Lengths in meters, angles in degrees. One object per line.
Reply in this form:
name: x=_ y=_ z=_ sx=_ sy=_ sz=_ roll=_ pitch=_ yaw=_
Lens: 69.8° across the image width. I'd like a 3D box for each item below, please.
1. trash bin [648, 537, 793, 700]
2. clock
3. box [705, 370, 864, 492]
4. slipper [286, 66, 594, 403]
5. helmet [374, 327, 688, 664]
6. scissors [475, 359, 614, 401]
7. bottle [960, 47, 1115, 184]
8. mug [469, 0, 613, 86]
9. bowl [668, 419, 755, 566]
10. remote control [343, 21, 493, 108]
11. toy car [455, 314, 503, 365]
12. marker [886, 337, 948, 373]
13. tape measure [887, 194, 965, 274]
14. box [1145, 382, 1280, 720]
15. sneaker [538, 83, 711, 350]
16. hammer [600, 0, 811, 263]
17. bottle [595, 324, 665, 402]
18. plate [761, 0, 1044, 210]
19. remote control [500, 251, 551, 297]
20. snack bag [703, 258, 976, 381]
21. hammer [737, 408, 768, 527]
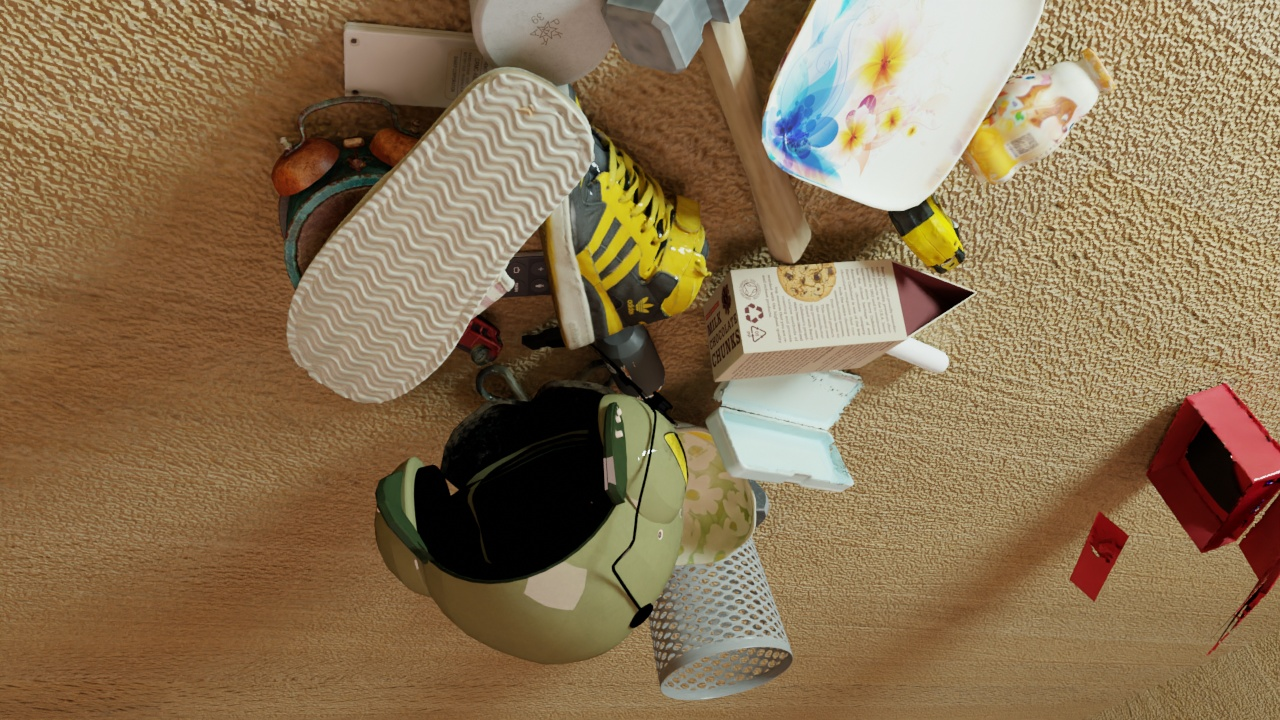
trash bin: x=0.082 y=0.289 z=1.107 sx=0.156 sy=0.183 sz=0.157 roll=-9 pitch=143 yaw=-7
clock: x=-0.183 y=-0.102 z=0.615 sx=0.121 sy=0.073 sz=0.158 roll=-11 pitch=128 yaw=-12
box: x=0.150 y=0.060 z=0.884 sx=0.197 sy=0.078 sz=0.122 roll=14 pitch=102 yaw=-46
slipper: x=-0.125 y=-0.071 z=0.570 sx=0.115 sy=0.052 sz=0.264 roll=33 pitch=122 yaw=-23
helmet: x=-0.079 y=0.113 z=0.751 sx=0.250 sy=0.255 sz=0.233 roll=-18 pitch=138 yaw=6
scissors: x=-0.089 y=0.042 z=0.876 sx=0.158 sy=0.012 sz=0.170 roll=-26 pitch=141 yaw=17
bottle: x=0.283 y=-0.178 z=0.666 sx=0.109 sy=0.063 sz=0.063 roll=-33 pitch=139 yaw=24
mug: x=-0.044 y=-0.213 z=0.514 sx=0.113 sy=0.070 sz=0.084 roll=-25 pitch=142 yaw=18
bowl: x=0.030 y=0.125 z=0.943 sx=0.188 sy=0.060 sz=0.220 roll=35 pitch=127 yaw=-8
remote control: x=-0.116 y=-0.183 z=0.579 sx=0.135 sy=0.011 sz=0.050 roll=-1 pitch=141 yaw=-17
toy car: x=-0.151 y=-0.027 z=0.744 sx=0.091 sy=0.042 sz=0.036 roll=26 pitch=99 yaw=-48
marker: x=0.252 y=-0.014 z=0.901 sx=0.133 sy=0.023 sz=0.027 roll=18 pitch=154 yaw=-35
tape measure: x=0.230 y=-0.109 z=0.736 sx=0.037 sy=0.065 sz=0.064 roll=-37 pitch=115 yaw=27
box: x=0.721 y=0.234 z=1.083 sx=0.124 sy=0.377 sz=0.212 roll=-2 pitch=146 yaw=12
sneaker: x=-0.012 y=-0.104 z=0.642 sx=0.122 sy=0.086 sz=0.239 roll=-14 pitch=145 yaw=-8
hammer: x=0.071 y=-0.161 z=0.609 sx=0.117 sy=0.051 sz=0.323 roll=-59 pitch=151 yaw=-13
bottle: x=-0.005 y=0.005 z=0.826 sx=0.047 sy=0.047 sz=0.112 roll=-18 pitch=143 yaw=6
plate: x=0.169 y=-0.195 z=0.596 sx=0.186 sy=0.016 sz=0.187 roll=10 pitch=117 yaw=-37
remote control: x=-0.082 y=-0.070 z=0.738 sx=0.146 sy=0.008 sz=0.045 roll=-5 pitch=142 yaw=-12
snack bag: x=0.168 y=-0.035 z=0.781 sx=0.206 sy=0.069 sz=0.094 roll=-5 pitch=167 yaw=-11
hammer: x=0.099 y=0.081 z=0.968 sx=0.156 sy=0.043 sz=0.323 roll=-2 pitch=139 yaw=-15
